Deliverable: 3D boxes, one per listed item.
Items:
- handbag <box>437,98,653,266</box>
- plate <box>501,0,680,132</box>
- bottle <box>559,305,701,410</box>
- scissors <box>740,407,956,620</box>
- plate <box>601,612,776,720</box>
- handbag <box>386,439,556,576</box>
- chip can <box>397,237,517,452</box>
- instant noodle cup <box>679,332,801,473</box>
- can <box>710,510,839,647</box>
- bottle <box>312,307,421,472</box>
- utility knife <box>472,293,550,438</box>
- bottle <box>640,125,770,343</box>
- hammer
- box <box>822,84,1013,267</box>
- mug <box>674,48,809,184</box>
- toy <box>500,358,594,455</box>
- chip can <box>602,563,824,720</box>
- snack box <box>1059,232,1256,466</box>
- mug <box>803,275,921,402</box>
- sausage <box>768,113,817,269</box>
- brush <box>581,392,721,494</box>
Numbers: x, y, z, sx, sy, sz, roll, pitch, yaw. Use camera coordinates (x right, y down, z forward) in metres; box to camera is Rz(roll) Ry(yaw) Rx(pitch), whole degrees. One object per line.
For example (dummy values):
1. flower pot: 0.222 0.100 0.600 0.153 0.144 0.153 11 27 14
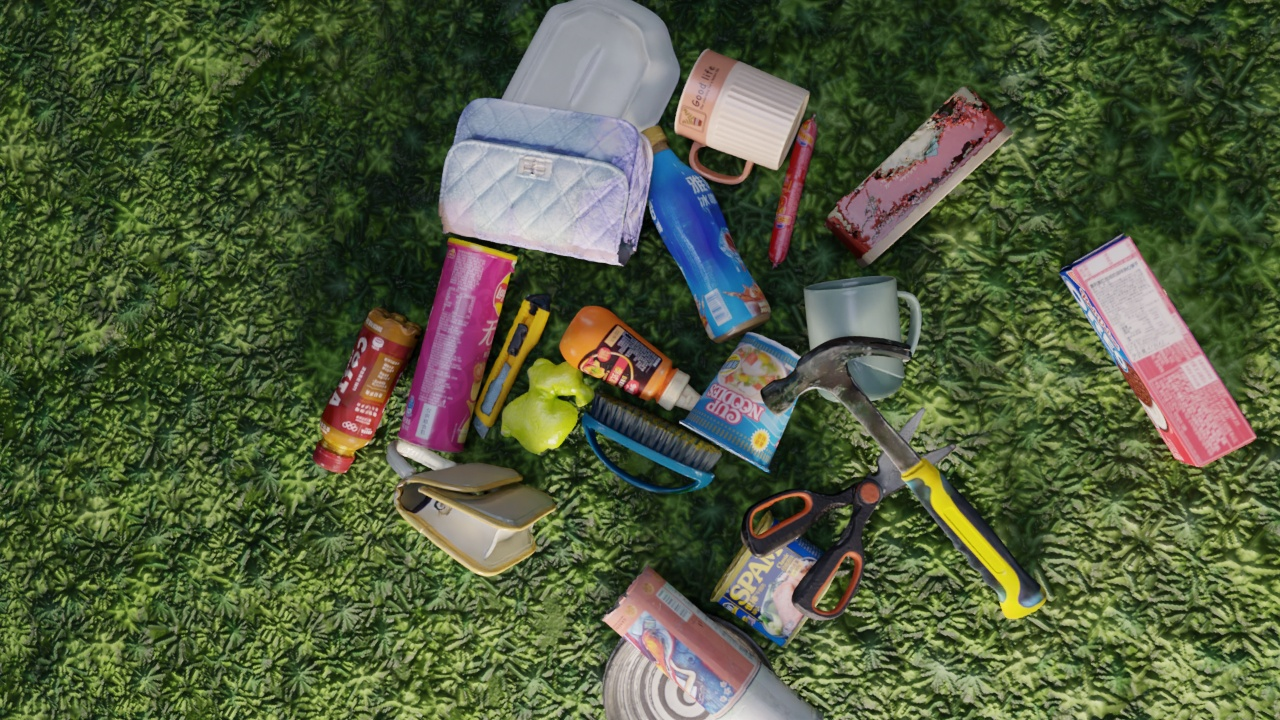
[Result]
1. handbag: -0.092 -0.171 0.872 0.194 0.075 0.134 12 94 17
2. plate: -0.072 -0.248 0.929 0.162 0.034 0.266 31 96 9
3. bottle: -0.005 0.005 0.909 0.149 0.066 0.067 32 96 2
4. scissors: 0.203 0.145 0.855 0.227 0.022 0.197 -8 80 -8
5. plate: 0.050 0.335 0.917 0.179 0.024 0.179 0 92 10
6. handbag: -0.177 0.124 0.889 0.179 0.163 0.063 32 94 10
7. chip can: -0.188 -0.015 0.937 0.071 0.071 0.210 17 94 11
8. instant noodle cup: 0.105 0.036 0.872 0.099 0.099 0.110 28 87 10
9. can: 0.130 0.211 0.883 0.083 0.057 0.102 34 96 7
10. bottle: -0.291 0.033 0.964 0.057 0.057 0.175 27 96 10
11. utility knife: -0.136 0.004 0.954 0.033 0.015 0.168 27 96 13
12. bottle: 0.053 -0.125 0.892 0.065 0.065 0.218 -27 84 10
13. hammer: 0.257 0.108 0.820 0.126 0.031 0.323 -38 101 22
14. box: 0.244 -0.170 0.839 0.168 0.091 0.077 -44 86 8
15. mug: 0.092 -0.224 0.880 0.106 0.081 0.115 24 122 9
16. toy: -0.095 0.048 0.939 0.097 0.031 0.100 2 90 9
17. chip can: 0.066 0.287 0.864 0.215 0.071 0.071 40 97 8
18. snack box: 0.456 -0.010 0.816 0.058 0.057 0.207 -31 85 12
19. mug: 0.211 -0.022 0.852 0.111 0.082 0.106 -12 99 -17
20. sausage: 0.148 -0.165 0.895 0.020 0.020 0.156 14 93 11
21. brush: 0.005 0.089 0.906 0.144 0.055 0.073 25 95 10
